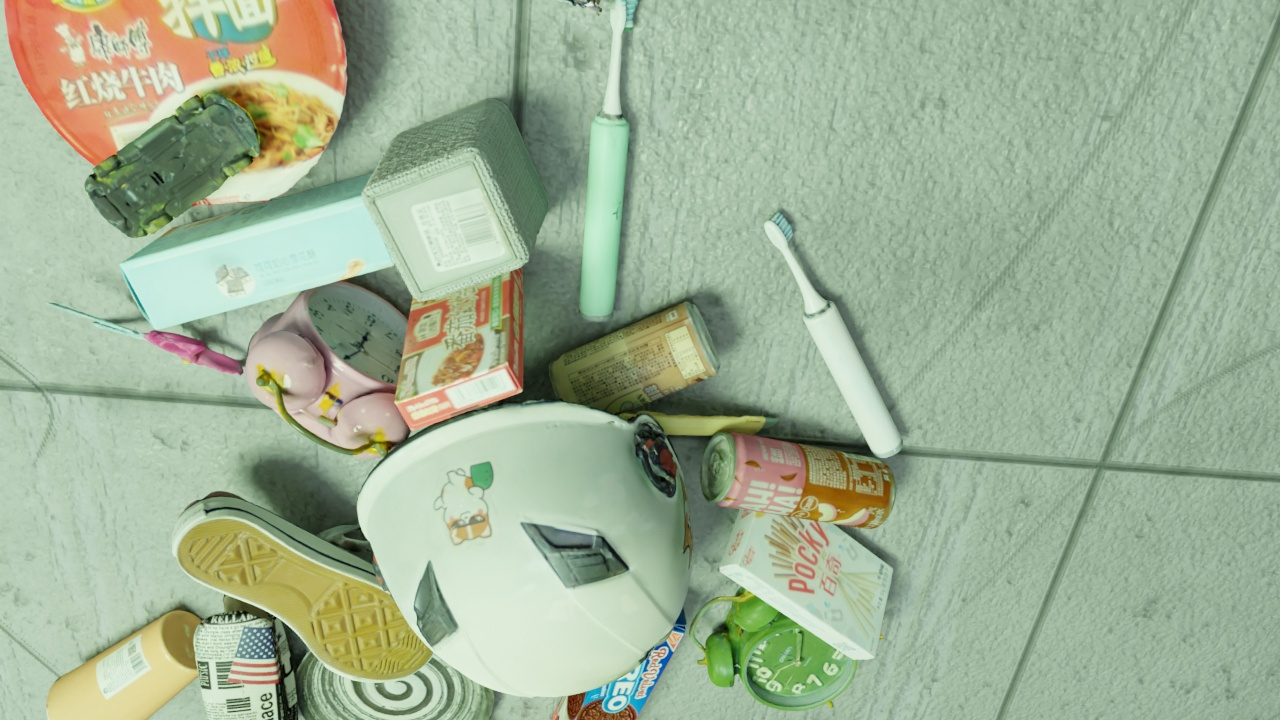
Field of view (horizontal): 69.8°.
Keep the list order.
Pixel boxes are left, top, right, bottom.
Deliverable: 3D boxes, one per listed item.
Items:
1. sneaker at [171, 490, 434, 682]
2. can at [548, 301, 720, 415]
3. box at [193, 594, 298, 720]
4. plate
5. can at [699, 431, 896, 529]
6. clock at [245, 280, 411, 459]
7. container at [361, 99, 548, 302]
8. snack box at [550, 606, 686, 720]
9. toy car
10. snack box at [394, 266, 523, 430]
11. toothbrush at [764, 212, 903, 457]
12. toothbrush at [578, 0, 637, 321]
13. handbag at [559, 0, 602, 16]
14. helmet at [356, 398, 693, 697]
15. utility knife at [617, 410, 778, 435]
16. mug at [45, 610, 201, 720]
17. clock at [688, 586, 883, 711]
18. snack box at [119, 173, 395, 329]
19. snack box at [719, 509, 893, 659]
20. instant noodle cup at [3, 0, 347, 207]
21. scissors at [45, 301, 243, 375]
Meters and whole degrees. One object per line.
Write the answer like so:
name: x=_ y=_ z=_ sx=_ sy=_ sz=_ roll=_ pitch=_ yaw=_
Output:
sneaker: x=-0.261 y=0.172 z=0.736 sx=0.118 sy=0.088 sz=0.241 roll=-44 pitch=122 yaw=3
can: x=-0.004 y=0.004 z=0.675 sx=0.116 sy=0.058 sz=0.058 roll=-22 pitch=116 yaw=9
box: x=-0.337 y=0.279 z=0.781 sx=0.075 sy=0.083 sz=0.164 roll=11 pitch=113 yaw=15
plate: x=-0.222 y=0.301 z=0.840 sx=0.179 sy=0.024 sz=0.180 roll=-1 pitch=116 yaw=-2
can: x=0.124 y=0.094 z=0.716 sx=0.147 sy=0.058 sz=0.058 roll=12 pitch=116 yaw=-19
clock: x=-0.200 y=0.009 z=0.614 sx=0.117 sy=0.158 sz=0.060 roll=37 pitch=113 yaw=-21
container: x=-0.116 y=-0.101 z=0.585 sx=0.090 sy=0.114 sz=0.090 roll=-19 pitch=116 yaw=8
snack box: x=-0.026 y=0.287 z=0.822 sx=0.057 sy=0.058 sz=0.208 roll=18 pitch=115 yaw=-15
toy car: x=-0.275 y=-0.117 z=0.545 sx=0.105 sy=0.032 sz=0.048 roll=-35 pitch=114 yaw=2
snack box: x=-0.116 y=-0.021 z=0.605 sx=0.075 sy=0.152 sz=0.025 roll=-18 pitch=126 yaw=6
toothbrush: x=0.145 y=-0.015 z=0.691 sx=0.026 sy=0.027 sz=0.221 roll=-46 pitch=117 yaw=-27
toothbrush: x=-0.023 y=-0.131 z=0.624 sx=0.027 sy=0.026 sz=0.225 roll=-18 pitch=125 yaw=-38
handbag: x=-0.055 y=-0.309 z=0.503 sx=0.134 sy=0.075 sz=0.194 roll=16 pitch=116 yaw=-11
helmet: x=-0.063 y=0.151 z=0.645 sx=0.230 sy=0.156 sz=0.274 roll=-24 pitch=153 yaw=6
utility knife: x=0.012 y=0.048 z=0.678 sx=0.220 sy=0.022 sz=0.031 roll=0 pitch=145 yaw=-35
mug: x=-0.433 y=0.271 z=0.789 sx=0.123 sy=0.078 sz=0.078 roll=-36 pitch=113 yaw=10
clock: x=0.120 y=0.247 z=0.807 sx=0.161 sy=0.056 sz=0.116 roll=20 pitch=113 yaw=-12
snack box: x=-0.244 y=-0.076 z=0.615 sx=0.175 sy=0.074 sz=0.052 roll=-15 pitch=115 yaw=5
snack box: x=0.141 y=0.172 z=0.756 sx=0.156 sy=0.084 sz=0.027 roll=37 pitch=145 yaw=-19
instant noodle cup: x=-0.270 y=-0.194 z=0.559 sx=0.194 sy=0.065 sz=0.194 roll=-1 pitch=116 yaw=-2
scissors: x=-0.341 y=-0.015 z=0.639 sx=0.133 sy=0.130 sz=0.017 roll=24 pitch=78 yaw=-28
